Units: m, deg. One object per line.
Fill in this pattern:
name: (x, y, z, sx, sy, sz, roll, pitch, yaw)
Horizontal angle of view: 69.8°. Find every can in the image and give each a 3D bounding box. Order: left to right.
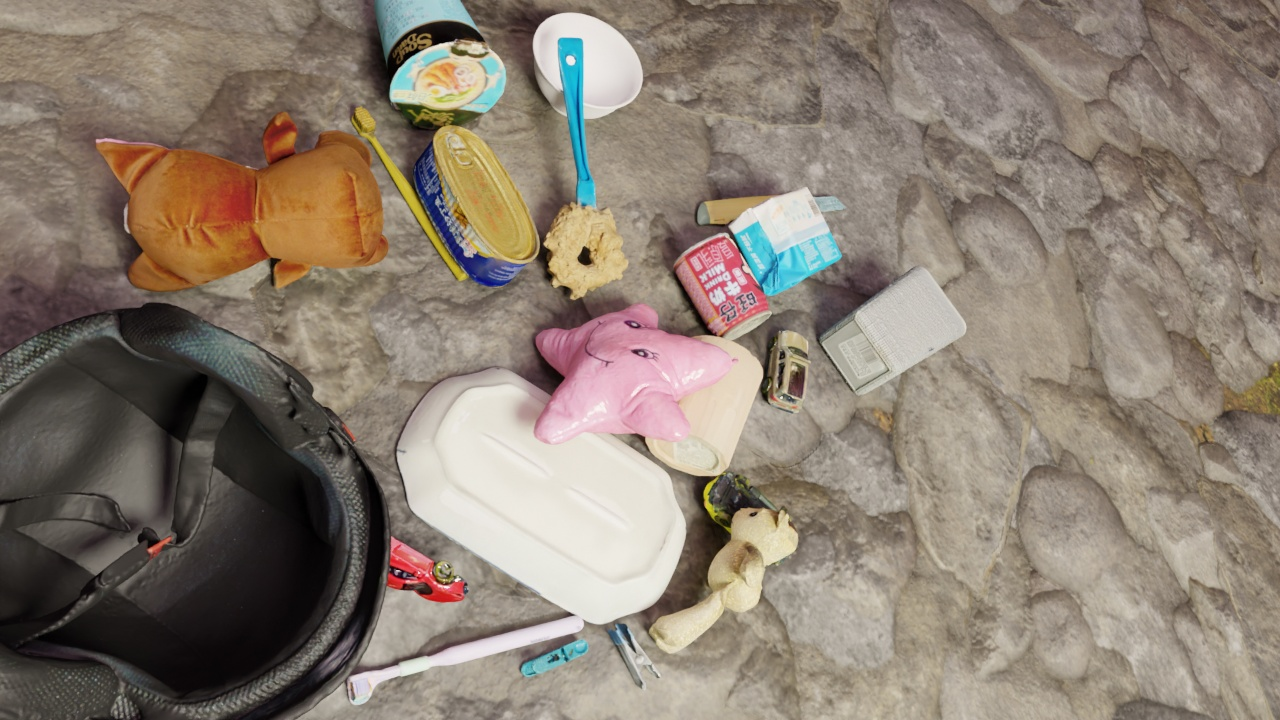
can: (-0.151, -0.140, 0.837, 0.074, 0.049, 0.148, -20, 77, -48)
can: (0.083, -0.071, 0.919, 0.066, 0.067, 0.093, -23, 79, -33)

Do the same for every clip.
clip: (-0.067, 0.236, 0.729, 0.056, 0.041, 0.014, -11, 73, -37)
clip: (-0.005, 0.242, 0.755, 0.033, 0.025, 0.057, -30, 87, -28)

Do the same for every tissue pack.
tissue pack: (0.152, -0.124, 0.960, 0.139, 0.063, 0.090, -29, 92, -56)

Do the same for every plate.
plate: (-0.073, 0.107, 0.777, 0.265, 0.034, 0.161, 35, 56, -8)

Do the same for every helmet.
helmet: (-0.286, 0.104, 0.558, 0.274, 0.231, 0.233, 37, 71, -5)

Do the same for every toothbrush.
toothbrush: (-0.211, -0.154, 0.843, 0.015, 0.017, 0.190, -30, 82, -33)
toothbrush: (-0.128, 0.225, 0.705, 0.188, 0.029, 0.021, -8, 33, -30)

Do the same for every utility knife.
utility knife: (0.149, -0.172, 1.028, 0.206, 0.021, 0.031, -10, 77, -23)

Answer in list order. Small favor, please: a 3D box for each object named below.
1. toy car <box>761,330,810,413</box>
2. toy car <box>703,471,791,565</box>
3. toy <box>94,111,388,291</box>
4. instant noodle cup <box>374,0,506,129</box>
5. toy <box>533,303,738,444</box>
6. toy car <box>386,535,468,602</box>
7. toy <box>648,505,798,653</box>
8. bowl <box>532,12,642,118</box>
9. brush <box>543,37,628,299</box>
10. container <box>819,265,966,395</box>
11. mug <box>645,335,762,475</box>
toy car: (0.152, 0.008, 0.936, 0.042, 0.035, 0.090, 22, 57, -17)
toy car: (0.100, 0.147, 0.847, 0.105, 0.032, 0.048, 42, 58, -17)
toy: (-0.306, -0.121, 0.723, 0.199, 0.130, 0.140, -11, 111, -19)
instant noodle cup: (-0.198, -0.303, 0.872, 0.111, 0.111, 0.120, -10, 64, -30)
toy: (-0.005, 0.005, 0.799, 0.178, 0.075, 0.194, -4, 35, 0)
toy car: (-0.180, 0.156, 0.693, 0.106, 0.049, 0.031, 31, 58, -10)
toy: (0.072, 0.187, 0.781, 0.157, 0.105, 0.066, -42, 68, -17)
bowl: (-0.064, -0.291, 0.951, 0.118, 0.065, 0.118, 11, 62, -21)
brush: (-0.059, -0.184, 0.878, 0.083, 0.046, 0.254, -3, 85, -16)
container: (0.264, -0.028, 0.978, 0.114, 0.090, 0.090, -29, 81, -30)
mug: (0.040, 0.036, 0.848, 0.125, 0.084, 0.103, 18, 59, 10)
